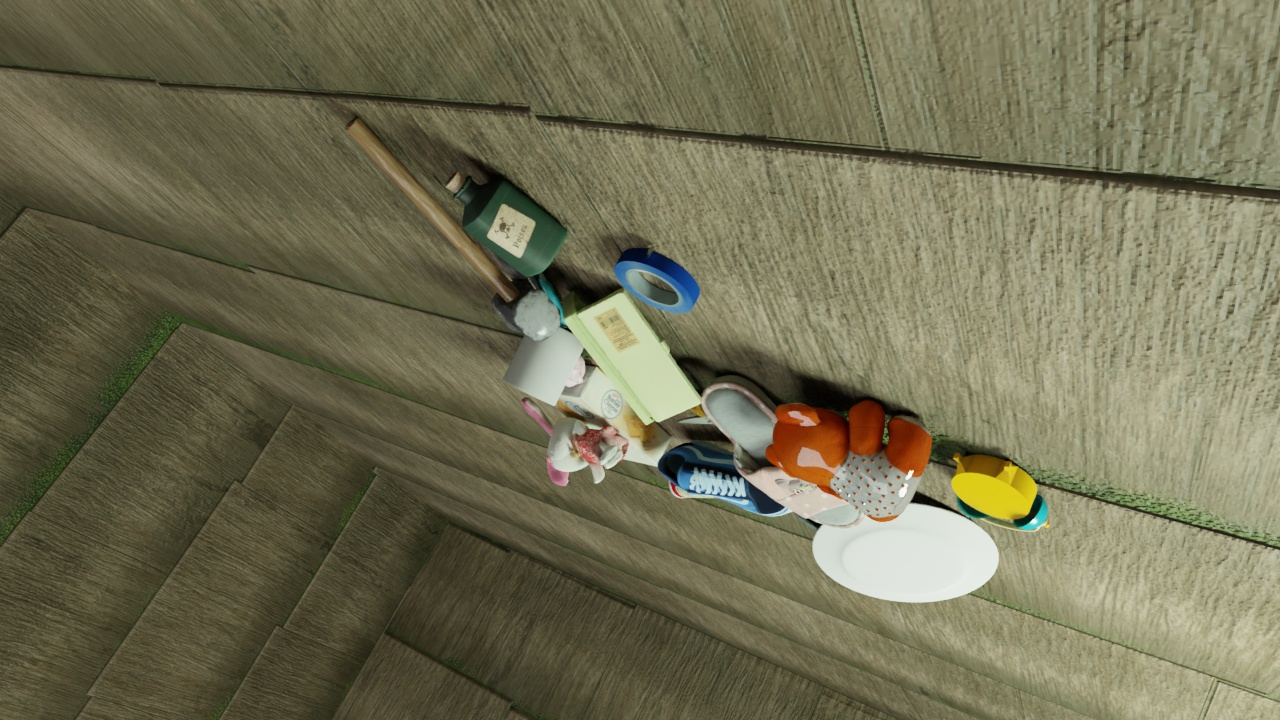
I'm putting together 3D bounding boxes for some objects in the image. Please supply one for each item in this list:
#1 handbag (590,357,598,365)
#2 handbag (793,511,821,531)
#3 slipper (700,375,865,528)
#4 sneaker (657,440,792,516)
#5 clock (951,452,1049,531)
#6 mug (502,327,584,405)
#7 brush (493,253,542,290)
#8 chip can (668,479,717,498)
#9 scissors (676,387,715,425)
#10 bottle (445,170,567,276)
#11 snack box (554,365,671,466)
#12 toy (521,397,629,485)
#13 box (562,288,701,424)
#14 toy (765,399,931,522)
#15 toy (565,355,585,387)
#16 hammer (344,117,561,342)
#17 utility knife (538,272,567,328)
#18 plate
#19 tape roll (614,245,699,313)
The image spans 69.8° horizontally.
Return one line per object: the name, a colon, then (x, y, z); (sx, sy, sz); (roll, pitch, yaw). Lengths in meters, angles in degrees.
handbag: (-0.007, 0.007, 1.225); (0.119, 0.029, 0.055); (22, 158, 3)
handbag: (0.292, 0.231, 1.303); (0.122, 0.067, 0.106); (37, 159, -22)
slipper: (0.177, 0.127, 1.152); (0.274, 0.054, 0.114); (44, 135, -13)
sneaker: (0.115, 0.176, 1.307); (0.242, 0.098, 0.083); (14, 113, 50)
clock: (0.394, 0.148, 1.015); (0.099, 0.043, 0.129); (7, 144, 44)
mug: (-0.134, -0.001, 1.247); (0.078, 0.097, 0.112); (27, 177, -19)
brush: (-0.142, -0.094, 1.171); (0.039, 0.012, 0.151); (17, 156, 31)
chip can: (0.119, 0.194, 1.458); (0.052, 0.051, 0.215); (36, 158, -19)
scissors: (0.102, 0.071, 1.227); (0.229, 0.016, 0.226); (36, 157, -30)
bottle: (-0.148, -0.152, 0.974); (0.131, 0.061, 0.061); (37, 160, -22)
snack box: (-0.053, 0.083, 1.411); (0.104, 0.057, 0.208); (6, 150, 45)
toy: (-0.095, 0.129, 1.375); (0.195, 0.084, 0.159); (7, 123, 45)
box: (-0.020, -0.002, 1.125); (0.128, 0.066, 0.188); (1, 135, 48)
toy: (0.231, 0.107, 1.044); (0.172, 0.092, 0.164); (24, 140, 15)
toy: (-0.114, 0.005, 1.318); (0.110, 0.047, 0.063); (8, 120, 49)
hammer: (-0.215, -0.147, 1.062); (0.328, 0.052, 0.098); (49, 169, -25)
utility knife: (-0.117, -0.089, 1.153); (0.022, 0.015, 0.162); (29, 159, 26)
plate: (0.356, 0.270, 1.243); (0.242, 0.016, 0.243); (9, 138, 8)
tape roll: (0.017, -0.084, 0.984); (0.093, 0.016, 0.091); (39, 157, -26)
